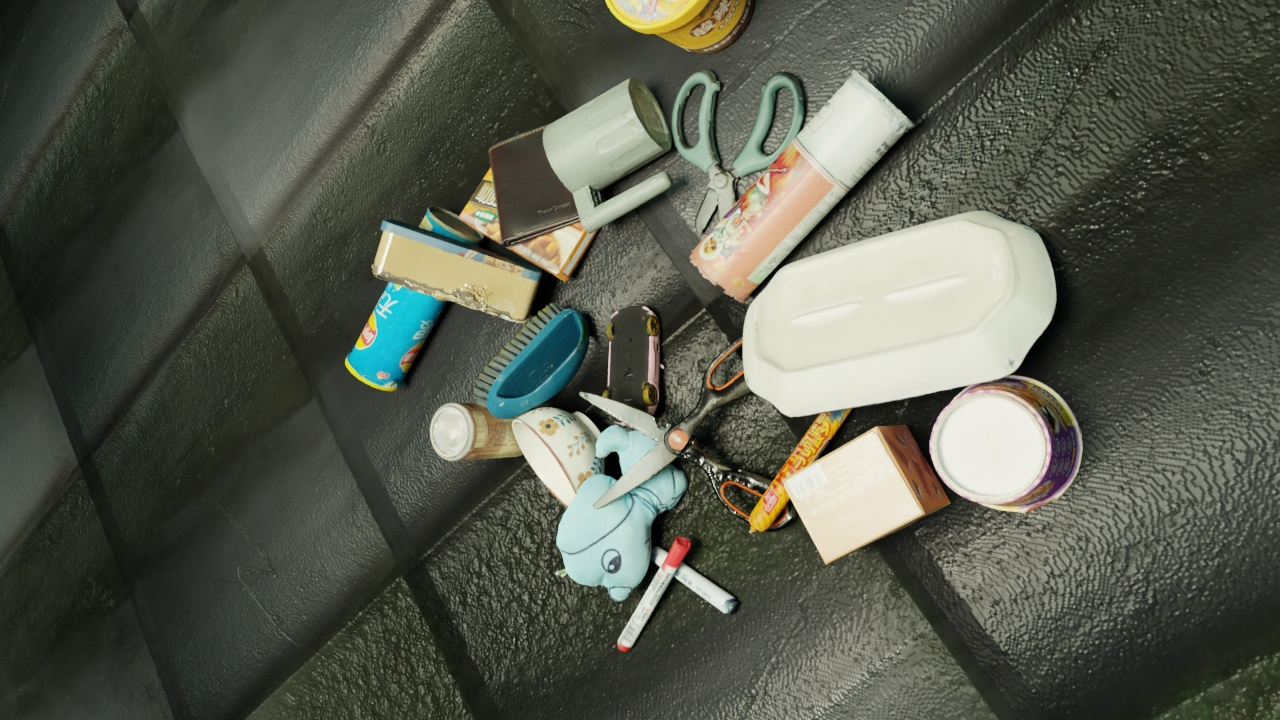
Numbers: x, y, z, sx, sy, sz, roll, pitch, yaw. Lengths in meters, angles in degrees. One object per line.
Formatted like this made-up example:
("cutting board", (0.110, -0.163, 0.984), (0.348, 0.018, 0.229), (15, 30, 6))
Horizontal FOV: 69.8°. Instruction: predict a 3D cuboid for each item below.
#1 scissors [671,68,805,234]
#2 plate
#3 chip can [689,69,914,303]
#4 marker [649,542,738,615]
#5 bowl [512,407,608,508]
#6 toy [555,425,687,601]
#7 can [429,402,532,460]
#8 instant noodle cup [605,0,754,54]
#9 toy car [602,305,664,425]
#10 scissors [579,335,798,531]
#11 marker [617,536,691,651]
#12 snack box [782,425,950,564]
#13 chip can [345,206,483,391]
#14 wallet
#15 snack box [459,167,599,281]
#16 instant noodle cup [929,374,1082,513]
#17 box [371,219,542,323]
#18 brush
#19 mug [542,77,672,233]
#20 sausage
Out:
("scissors", (0.098, -0.204, 0.873), (0.172, 0.019, 0.176), (-11, 81, 29))
("plate", (0.198, -0.045, 0.761), (0.266, 0.034, 0.161), (-13, 57, 30))
("chip can", (0.139, -0.150, 0.816), (0.215, 0.071, 0.071), (-47, 66, 21))
("marker", (0.039, 0.206, 0.892), (0.131, 0.018, 0.023), (30, 112, 29))
("bowl", (-0.073, 0.091, 0.926), (0.062, 0.114, 0.113), (-35, 63, -22))
("toy", (-0.022, 0.147, 0.876), (0.161, 0.156, 0.050), (68, 163, -13))
("can", (-0.161, 0.074, 0.958), (0.059, 0.116, 0.058), (-2, 86, 31))
("instant noodle cup", (0.042, -0.350, 0.857), (0.119, 0.114, 0.118), (-2, 87, 30))
("toy car", (-0.005, 0.005, 0.917), (0.056, 0.037, 0.122), (-7, 72, 28))
("scissors", (0.055, 0.068, 0.842), (0.233, 0.022, 0.221), (33, 87, 5))
("marker", (0.011, 0.230, 0.893), (0.017, 0.017, 0.145), (39, 118, 26))
("snack box", (0.189, 0.109, 0.761), (0.093, 0.094, 0.077), (-35, 71, 25))
("chip can", (-0.259, -0.069, 1.049), (0.071, 0.071, 0.210), (41, 108, 26))
("wallet", (-0.110, -0.187, 0.968), (0.096, 0.020, 0.122), (-18, 67, 15))
("snack box", (-0.119, -0.150, 0.986), (0.154, 0.026, 0.075), (31, 89, 28))
("instant noodle cup", (0.278, 0.065, 0.709), (0.112, 0.099, 0.111), (-2, 86, 29))
("box", (-0.196, -0.095, 0.957), (0.184, 0.090, 0.062), (20, 96, -12))
("brush", (-0.100, 0.003, 0.929), (0.073, 0.055, 0.143), (23, 60, 33))
("mug", (-0.026, -0.203, 0.910), (0.104, 0.083, 0.124), (-25, 73, 26))
("sausage", (0.145, 0.086, 0.813), (0.021, 0.021, 0.165), (35, 92, 27))
